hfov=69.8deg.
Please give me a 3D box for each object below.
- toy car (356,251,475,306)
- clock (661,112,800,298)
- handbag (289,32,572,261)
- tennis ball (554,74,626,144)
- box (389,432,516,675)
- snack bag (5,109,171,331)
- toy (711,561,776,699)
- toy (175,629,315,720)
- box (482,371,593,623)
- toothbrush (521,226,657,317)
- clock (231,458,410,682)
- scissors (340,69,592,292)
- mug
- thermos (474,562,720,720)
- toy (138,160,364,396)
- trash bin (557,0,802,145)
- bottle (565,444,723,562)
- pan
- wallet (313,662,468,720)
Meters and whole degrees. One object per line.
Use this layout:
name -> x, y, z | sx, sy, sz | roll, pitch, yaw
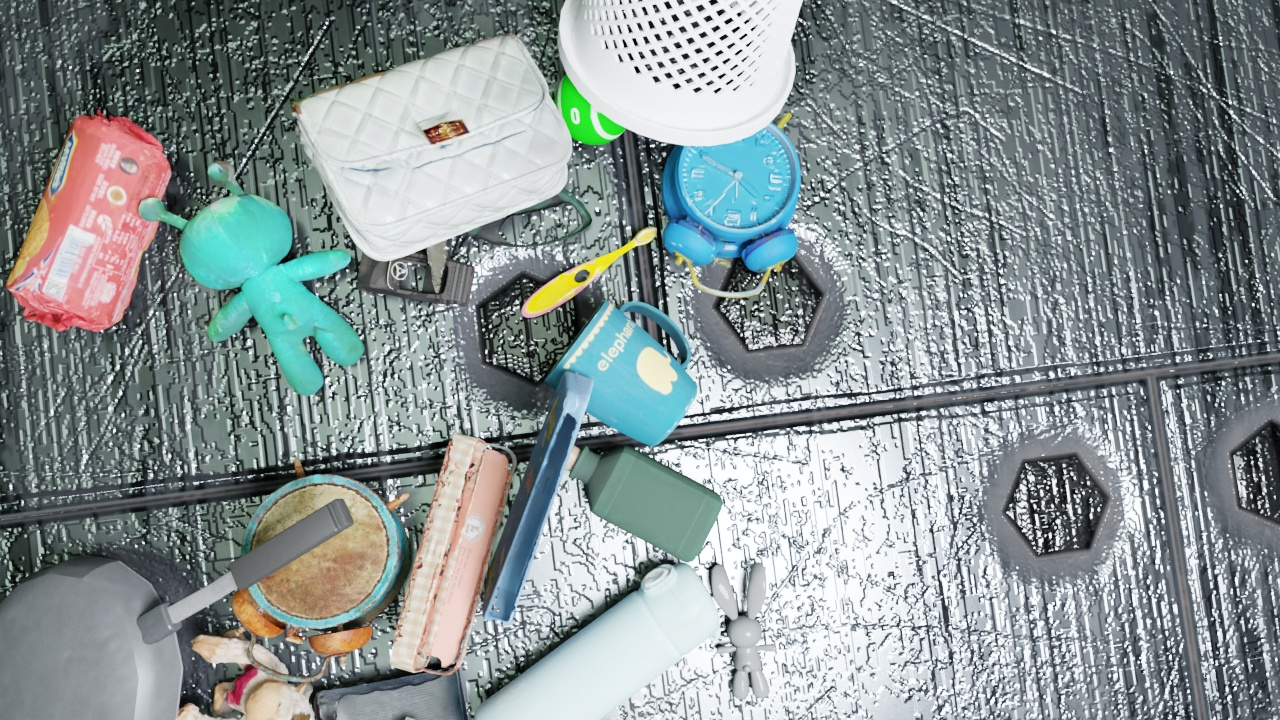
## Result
toy car -> -0.184, -0.069, 0.750 | 0.092, 0.037, 0.040 | 10, 86, -4
clock -> 0.077, -0.130, 0.759 | 0.117, 0.060, 0.161 | 3, 84, -5
handbag -> -0.156, -0.174, 0.717 | 0.194, 0.073, 0.139 | -26, 81, -20
tennis ball -> -0.038, -0.211, 0.753 | 0.065, 0.065, 0.065 | 0, 87, -4
box -> -0.147, 0.153, 0.723 | 0.048, 0.085, 0.187 | 10, 79, 21
snack bag -> -0.426, -0.105, 0.718 | 0.082, 0.082, 0.176 | 20, 86, -3
toy -> 0.086, 0.224, 0.758 | 0.049, 0.030, 0.111 | -6, 93, 10
toy -> -0.300, 0.264, 0.705 | 0.106, 0.074, 0.085 | 23, 80, 7
box -> -0.084, 0.106, 0.700 | 0.037, 0.065, 0.210 | 18, 111, -6
toothbrush -> -0.042, -0.075, 0.771 | 0.135, 0.016, 0.021 | -33, 94, -5
clock -> -0.249, 0.167, 0.714 | 0.121, 0.073, 0.157 | 18, 74, -3
scissors -> -0.151, -0.155, 0.760 | 0.201, 0.015, 0.202 | -11, 78, -17
mug -> -0.004, 0.004, 0.744 | 0.104, 0.085, 0.111 | 38, 56, -5
thermos -> -0.030, 0.242, 0.730 | 0.206, 0.065, 0.078 | -36, 109, -5
toy -> -0.300, -0.064, 0.729 | 0.130, 0.072, 0.193 | -36, 99, -5
trash bin -> 0.049, -0.298, 0.664 | 0.195, 0.200, 0.195 | 5, 61, -10
bottle -> -0.005, 0.106, 0.741 | 0.131, 0.061, 0.061 | 28, 88, -2
pan -> -0.354, 0.193, 0.665 | 0.358, 0.041, 0.178 | -31, 77, 12
wallet -> -0.195, 0.297, 0.735 | 0.115, 0.026, 0.089 | -9, 87, -5
